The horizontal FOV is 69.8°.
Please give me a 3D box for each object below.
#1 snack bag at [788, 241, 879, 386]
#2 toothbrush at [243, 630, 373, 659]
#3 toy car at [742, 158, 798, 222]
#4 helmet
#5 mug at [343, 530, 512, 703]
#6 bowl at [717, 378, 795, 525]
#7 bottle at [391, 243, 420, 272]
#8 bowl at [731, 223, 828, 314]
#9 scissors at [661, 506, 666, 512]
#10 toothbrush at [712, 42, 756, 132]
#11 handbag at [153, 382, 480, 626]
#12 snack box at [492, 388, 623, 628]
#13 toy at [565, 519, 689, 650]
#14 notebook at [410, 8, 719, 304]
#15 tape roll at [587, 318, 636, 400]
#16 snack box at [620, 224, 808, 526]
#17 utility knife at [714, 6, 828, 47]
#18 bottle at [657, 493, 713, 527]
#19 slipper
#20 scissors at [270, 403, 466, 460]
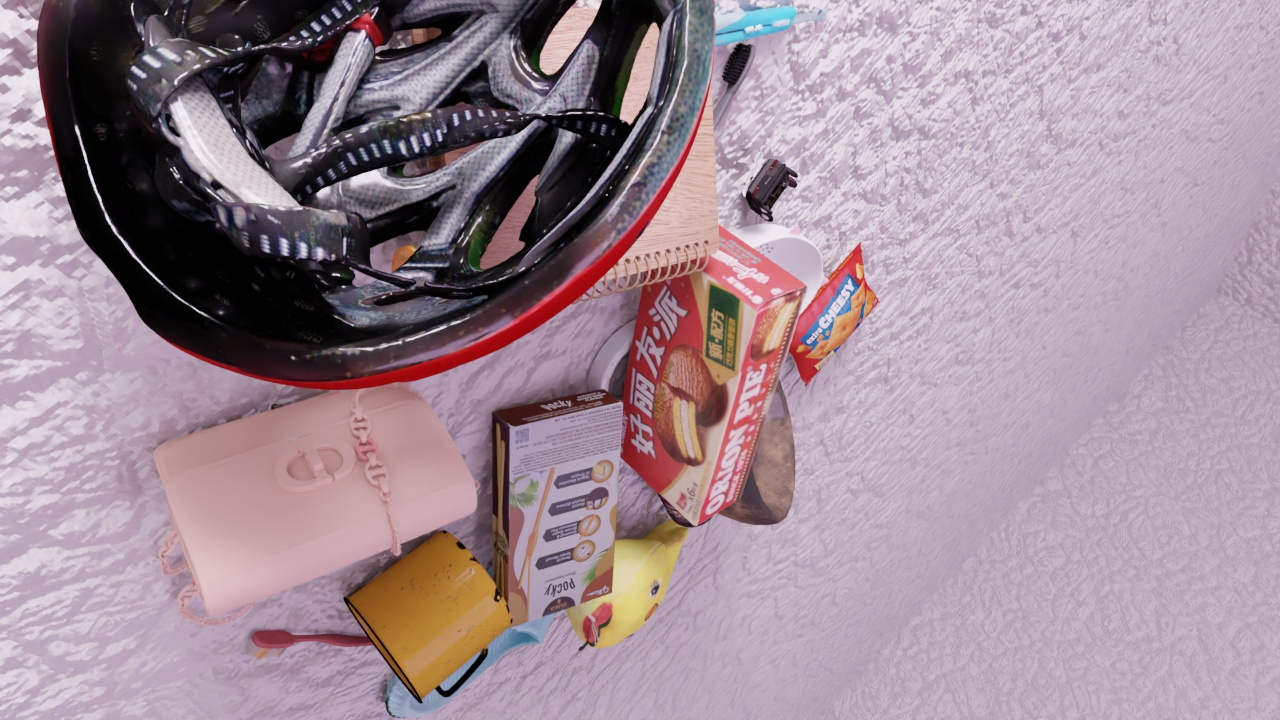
[{"bbox_3d":[0.202,-0.046,0.982,0.130,0.039,0.144,-48,149,-2],"label":"snack bag"},{"bbox_3d":[-0.241,0.227,0.741,0.016,0.015,0.184,-51,150,7],"label":"toothbrush"},{"bbox_3d":[0.102,-0.141,0.744,0.040,0.037,0.092,-55,174,7],"label":"toy car"},{"bbox_3d":[-0.095,-0.108,0.384,0.272,0.217,0.167,-36,180,-4],"label":"helmet"},{"bbox_3d":[-0.160,0.208,0.728,0.094,0.101,0.124,-36,118,-25],"label":"mug"},{"bbox_3d":[0.094,0.080,0.893,0.162,0.070,0.162,33,53,-59],"label":"bowl"},{"bbox_3d":[-0.097,-0.061,0.564,0.108,0.063,0.063,-18,137,-40],"label":"bottle"},{"bbox_3d":[0.095,-0.073,0.791,0.114,0.050,0.115,-17,138,-16],"label":"bowl"},{"bbox_3d":[0.083,0.104,1.022,0.170,0.013,0.175,-39,149,-11],"label":"scissors"},{"bbox_3d":[0.044,-0.157,0.687,0.013,0.013,0.168,2,122,-43],"label":"toothbrush"},{"bbox_3d":[-0.181,0.116,0.570,0.198,0.116,0.188,-19,135,-30],"label":"handbag"},{"bbox_3d":[-0.070,0.122,0.760,0.100,0.032,0.186,-11,117,-31],"label":"snack box"},{"bbox_3d":[-0.012,0.228,0.968,0.207,0.092,0.134,-17,143,-56],"label":"toy"},{"bbox_3d":[-0.032,-0.121,0.554,0.209,0.022,0.169,-18,110,-41],"label":"notebook"},{"bbox_3d":[-0.005,0.005,0.795,0.093,0.018,0.094,-32,145,-27],"label":"tape roll"},{"bbox_3d":[0.048,0.013,0.742,0.060,0.113,0.237,-24,141,-35],"label":"snack box"},{"bbox_3d":[0.090,-0.243,0.653,0.148,0.015,0.022,-27,145,-37],"label":"utility knife"},{"bbox_3d":[0.042,0.125,0.940,0.056,0.056,0.105,-42,143,-13],"label":"bottle"},{"bbox_3d":[-0.123,0.240,0.855,0.276,0.069,0.116,-47,152,-4],"label":"slipper"},{"bbox_3d":[-0.184,0.056,0.623,0.120,0.014,0.160,-26,145,-16],"label":"scissors"}]
